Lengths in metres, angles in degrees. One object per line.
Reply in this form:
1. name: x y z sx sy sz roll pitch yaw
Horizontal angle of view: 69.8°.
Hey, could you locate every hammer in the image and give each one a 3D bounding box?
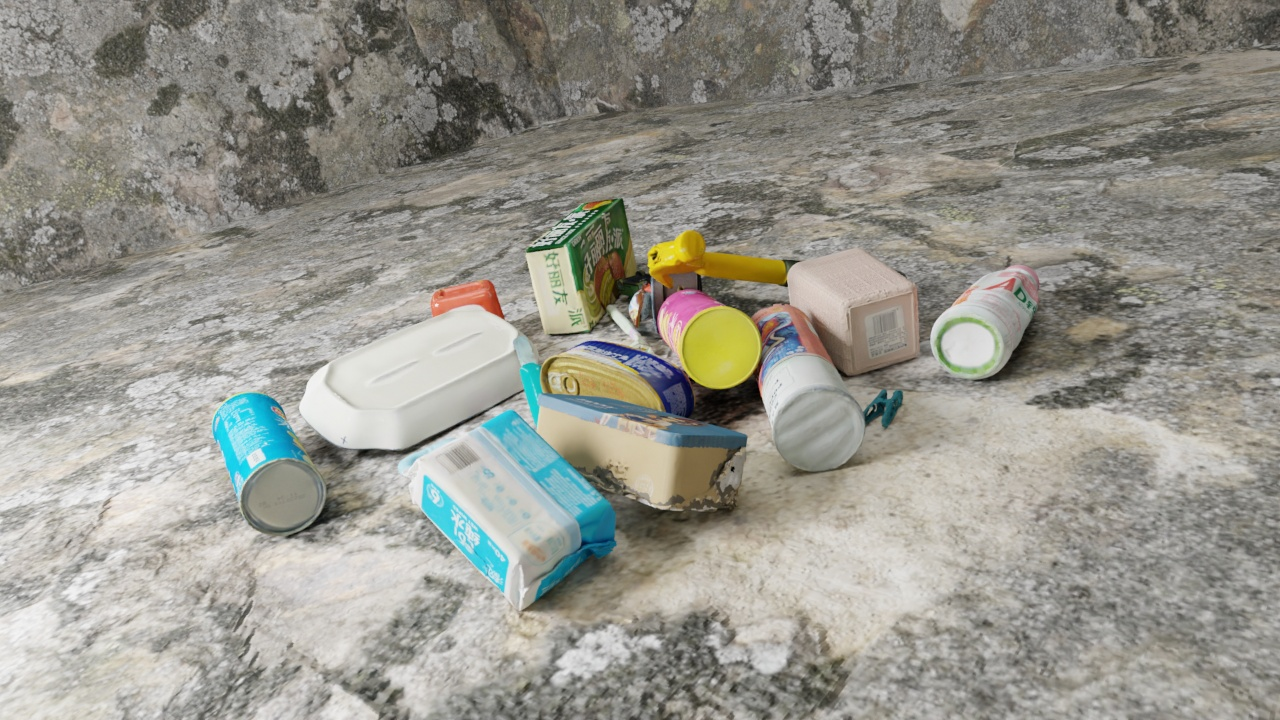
1. hammer: 0.149 -0.093 0.967 0.300 0.033 0.129 4 -7 -21

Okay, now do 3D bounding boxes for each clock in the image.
1. clock: 0.044 -0.078 1.060 0.055 0.082 0.121 -3 23 8

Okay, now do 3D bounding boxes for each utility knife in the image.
1. utility knife: -0.102 0.027 0.913 0.029 0.013 0.215 -9 32 -13

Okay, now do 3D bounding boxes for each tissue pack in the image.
1. tissue pack: -0.091 0.102 0.646 0.140 0.063 0.089 40 46 24

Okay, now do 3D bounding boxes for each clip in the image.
1. clip: 0.205 0.040 0.773 0.043 0.014 0.056 4 28 35

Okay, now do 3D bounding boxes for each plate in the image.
1. plate: -0.226 0.008 0.968 0.162 0.034 0.264 32 42 32

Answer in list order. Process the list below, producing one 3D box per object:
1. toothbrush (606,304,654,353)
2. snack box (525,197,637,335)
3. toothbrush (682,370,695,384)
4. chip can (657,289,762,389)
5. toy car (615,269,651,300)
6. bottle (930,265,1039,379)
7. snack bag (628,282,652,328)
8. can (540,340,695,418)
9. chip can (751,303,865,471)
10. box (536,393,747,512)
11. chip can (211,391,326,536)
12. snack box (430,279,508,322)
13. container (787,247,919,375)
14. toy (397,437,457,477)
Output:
1. toothbrush: -0.018 -0.038 1.079 0.029 0.020 0.189 15 13 -18
2. snack box: -0.072 -0.128 1.200 0.063 0.114 0.239 -5 21 18
3. toothbrush: -0.006 0.006 0.965 0.018 0.016 0.181 -17 19 -38
4. chip can: 0.060 -0.027 0.881 0.071 0.071 0.210 -12 10 -3
5. toy car: 0.005 -0.094 1.181 0.043 0.036 0.091 -25 26 -29
6. bottle: 0.332 -0.044 0.857 0.068 0.068 0.196 4 22 34
7. snack bag: 0.002 -0.066 1.080 0.026 0.048 0.104 14 11 2
8. can: -0.022 0.026 0.835 0.148 0.075 0.049 15 30 36
9. chip can: 0.135 0.015 0.794 0.071 0.071 0.214 -10 21 4
10. box: -0.009 0.067 0.714 0.089 0.061 0.184 6 6 -46
11. chip can: -0.348 0.090 0.850 0.071 0.071 0.210 -21 24 -24
12. snack box: -0.210 -0.050 1.121 0.091 0.080 0.082 -13 22 -5
13. container: 0.209 -0.046 0.890 0.090 0.090 0.111 -15 25 -10
14. toy: -0.135 0.097 0.750 0.161 0.050 0.156 0 20 15
